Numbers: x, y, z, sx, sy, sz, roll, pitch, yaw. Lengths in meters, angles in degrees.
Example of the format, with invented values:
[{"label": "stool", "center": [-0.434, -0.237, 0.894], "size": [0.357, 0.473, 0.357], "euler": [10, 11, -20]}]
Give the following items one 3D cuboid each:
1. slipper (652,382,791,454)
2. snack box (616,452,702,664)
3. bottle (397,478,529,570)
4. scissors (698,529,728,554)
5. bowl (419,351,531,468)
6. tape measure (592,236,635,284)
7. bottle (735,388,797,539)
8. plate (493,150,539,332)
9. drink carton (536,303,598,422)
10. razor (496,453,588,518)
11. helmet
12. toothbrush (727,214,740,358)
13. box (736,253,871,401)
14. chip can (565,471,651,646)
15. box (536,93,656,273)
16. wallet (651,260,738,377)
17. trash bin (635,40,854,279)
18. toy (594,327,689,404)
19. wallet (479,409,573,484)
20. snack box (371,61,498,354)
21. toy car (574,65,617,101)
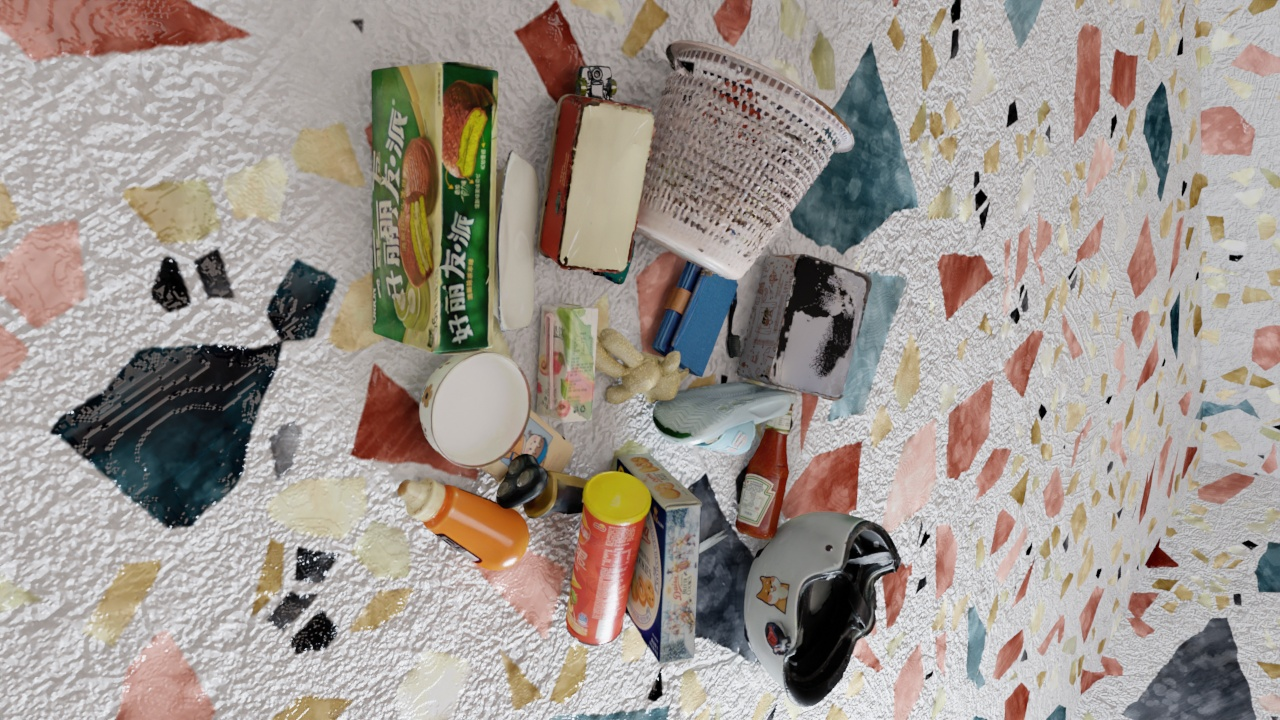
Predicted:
[{"label": "slipper", "center": [0.104, 0.075, 1.152], "size": [0.244, 0.104, 0.074], "euler": [-10, 109, -50]}, {"label": "snack box", "center": [0.014, 0.216, 1.039], "size": [0.045, 0.178, 0.182], "euler": [-2, 102, -18]}, {"label": "bottle", "center": [-0.180, 0.157, 0.915], "size": [0.149, 0.067, 0.066], "euler": [38, 73, -36]}, {"label": "scissors", "center": [0.059, 0.252, 1.210], "size": [0.174, 0.014, 0.136], "euler": [-52, 132, -23]}, {"label": "bowl", "center": [-0.169, 0.043, 0.891], "size": [0.113, 0.062, 0.113], "euler": [-12, 107, -43]}, {"label": "tape measure", "center": [-0.030, -0.117, 1.016], "size": [0.054, 0.025, 0.058], "euler": [22, 84, -47]}, {"label": "bottle", "center": [0.179, 0.142, 1.273], "size": [0.059, 0.060, 0.206], "euler": [11, 92, -46]}, {"label": "plate", "center": [-0.128, -0.110, 0.868], "size": [0.164, 0.034, 0.163], "euler": [-38, 132, -84]}, {"label": "drink carton", "center": [-0.080, 0.001, 0.977], "size": [0.045, 0.054, 0.122], "euler": [-6, 104, -44]}, {"label": "razor", "center": [-0.087, 0.137, 0.981], "size": [0.167, 0.062, 0.067], "euler": [23, 42, -60]}, {"label": "helmet", "center": [0.234, 0.331, 1.307], "size": [0.229, 0.157, 0.274], "euler": [6, 107, -48]}, {"label": "toothbrush", "center": [0.121, -0.094, 1.183], "size": [0.014, 0.016, 0.190], "euler": [-18, 112, -50]}, {"label": "box", "center": [0.255, -0.038, 1.269], "size": [0.273, 0.126, 0.179], "euler": [13, 91, -51]}, {"label": "chip can", "center": [-0.038, 0.223, 1.012], "size": [0.073, 0.073, 0.217], "euler": [-26, 139, -39]}, {"label": "box", "center": [-0.041, -0.174, 0.920], "size": [0.091, 0.079, 0.168], "euler": [1, 110, -28]}, {"label": "wallet", "center": [0.069, -0.056, 1.124], "size": [0.106, 0.040, 0.133], "euler": [33, 76, -54]}, {"label": "trash bin", "center": [0.086, -0.203, 0.996], "size": [0.227, 0.227, 0.192], "euler": [24, 96, -46]}, {"label": "toy", "center": [-0.006, 0.006, 1.044], "size": [0.105, 0.066, 0.157], "euler": [-36, 144, 18]}, {"label": "wallet", "center": [-0.125, 0.101, 0.979], "size": [0.115, 0.024, 0.087], "euler": [48, 63, -46]}, {"label": "snack box", "center": [-0.180, -0.131, 0.796], "size": [0.063, 0.115, 0.240], "euler": [-7, 106, -41]}, {"label": "toy car", "center": [-0.049, -0.258, 0.949], "size": [0.042, 0.035, 0.090], "euler": [-8, 112, -24]}]
